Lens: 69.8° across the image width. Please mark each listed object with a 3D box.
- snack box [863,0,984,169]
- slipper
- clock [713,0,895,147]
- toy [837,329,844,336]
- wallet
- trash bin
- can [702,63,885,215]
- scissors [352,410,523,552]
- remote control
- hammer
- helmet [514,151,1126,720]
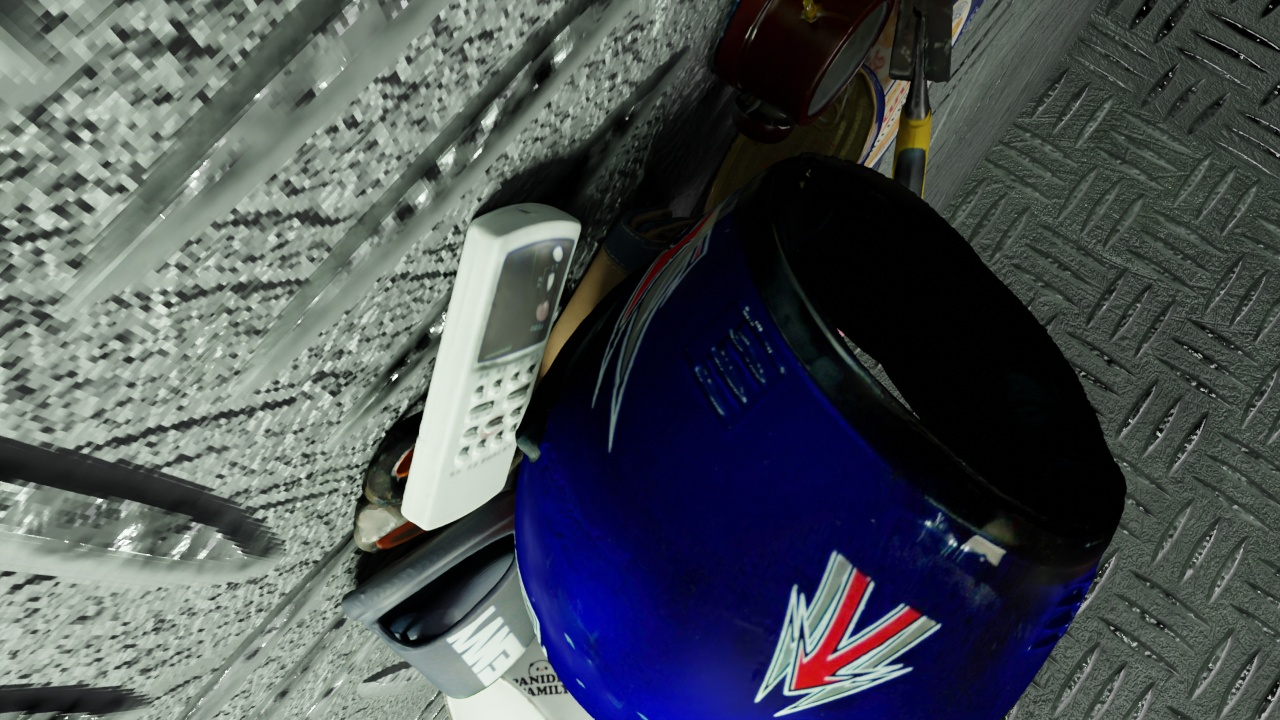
[{"bbox_3d":[0.187,-0.213,0.713,0.178,0.046,0.182,-59,166,26],"label":"snack box"},{"bbox_3d":[-0.094,0.149,0.563,0.110,0.083,0.268,-35,168,-11],"label":"slipper"},{"bbox_3d":[0.080,-0.156,0.460,0.082,0.055,0.122,-48,168,-20],"label":"clock"},{"bbox_3d":[0.117,-0.043,0.664,0.178,0.074,0.195,-23,-171,-18],"label":"toy"},{"bbox_3d":[-0.014,-0.032,0.522,0.115,0.033,0.090,-58,164,24],"label":"wallet"},{"bbox_3d":[-0.044,0.308,0.932,0.251,0.229,0.230,-34,158,-43],"label":"trash bin"},{"bbox_3d":[0.096,-0.120,0.576,0.148,0.074,0.049,-61,168,27],"label":"can"},{"bbox_3d":[-0.049,0.029,0.491,0.234,0.021,0.143,-35,155,-27],"label":"scissors"},{"bbox_3d":[-0.064,0.005,0.396,0.058,0.021,0.150,-25,140,-56],"label":"remote control"},{"bbox_3d":[0.179,-0.150,0.606,0.323,0.032,0.126,69,30,-60],"label":"hammer"},{"bbox_3d":[0.067,0.055,0.454,0.241,0.247,0.314,-50,-172,30],"label":"helmet"}]
